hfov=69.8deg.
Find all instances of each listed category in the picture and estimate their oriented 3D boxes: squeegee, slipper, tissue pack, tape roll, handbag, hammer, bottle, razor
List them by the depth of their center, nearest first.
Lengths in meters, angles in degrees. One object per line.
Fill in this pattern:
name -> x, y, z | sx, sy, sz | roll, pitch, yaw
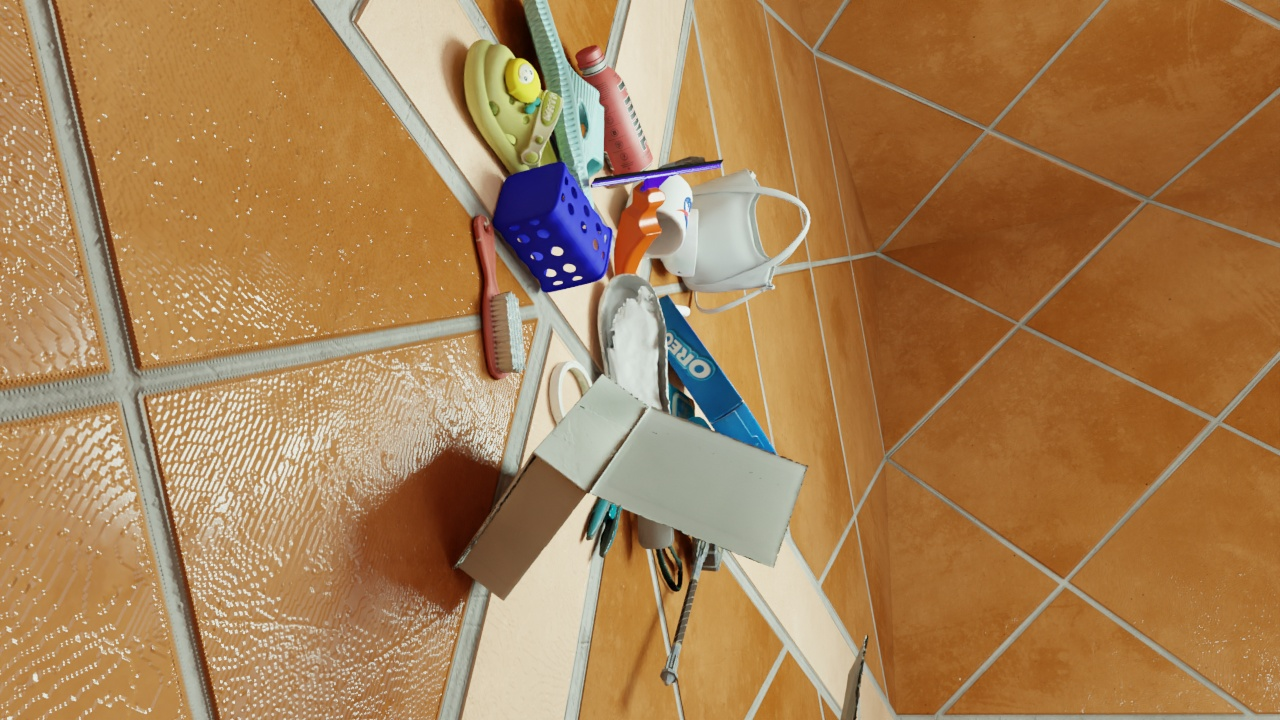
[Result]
slipper -> -0.123, -0.260, 1.000 | 0.191, 0.082, 0.091 | 61, 32, -44
tape roll -> -0.078, 0.046, 1.071 | 0.093, 0.013, 0.093 | -9, 90, -68
slipper -> -0.081, -0.314, 1.102 | 0.116, 0.069, 0.276 | -99, 175, -85
slipper -> -0.007, 0.007, 1.181 | 0.112, 0.075, 0.246 | 4, 74, -35
squeegee -> -0.003, -0.173, 1.206 | 0.248, 0.055, 0.185 | -20, 136, -45
razor -> 0.035, 0.202, 1.213 | 0.116, 0.047, 0.088 | 23, 63, -68
hammer -> 0.066, 0.311, 1.219 | 0.321, 0.044, 0.098 | -63, 152, -61
bottle -> -0.040, -0.339, 1.249 | 0.062, 0.062, 0.177 | -71, 144, -49
tissue pack -> 0.036, 0.086, 1.264 | 0.144, 0.062, 0.092 | 32, 53, -61
handbag -> 0.167, -0.196, 1.478 | 0.095, 0.223, 0.216 | -18, 98, -66

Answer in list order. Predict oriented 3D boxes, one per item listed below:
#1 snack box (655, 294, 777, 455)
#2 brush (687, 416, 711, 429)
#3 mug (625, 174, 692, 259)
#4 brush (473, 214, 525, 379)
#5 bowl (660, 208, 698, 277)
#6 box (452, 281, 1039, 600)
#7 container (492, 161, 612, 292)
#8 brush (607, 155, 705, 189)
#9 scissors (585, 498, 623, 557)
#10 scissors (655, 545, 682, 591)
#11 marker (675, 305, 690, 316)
snack box -> 0.100, 0.042, 1.303 | 0.238, 0.056, 0.195 | 57, 3, 41
brush -> 0.072, 0.137, 1.189 | 0.075, 0.055, 0.135 | 50, 37, -65
mug -> 0.020, -0.200, 1.323 | 0.122, 0.091, 0.089 | 108, -4, -48
brush -> -0.144, -0.067, 0.939 | 0.041, 0.030, 0.172 | 5, 77, -67
bowl -> 0.059, -0.181, 1.410 | 0.105, 0.054, 0.105 | 45, 47, -90
box -> 0.071, 0.077, 0.775 | 0.149, 0.508, 0.166 | 69, 26, -16
container -> -0.096, -0.147, 1.013 | 0.113, 0.085, 0.084 | 53, 35, -46
brush -> 0.016, -0.253, 1.244 | 0.045, 0.143, 0.008 | -18, 96, -59
scissors -> -0.035, 0.181, 1.112 | 0.128, 0.019, 0.138 | 16, 59, -58
scissors -> 0.026, 0.235, 1.248 | 0.209, 0.015, 0.154 | 44, 44, -54
marker -> 0.051, -0.078, 1.418 | 0.133, 0.020, 0.017 | -1, 78, -67
